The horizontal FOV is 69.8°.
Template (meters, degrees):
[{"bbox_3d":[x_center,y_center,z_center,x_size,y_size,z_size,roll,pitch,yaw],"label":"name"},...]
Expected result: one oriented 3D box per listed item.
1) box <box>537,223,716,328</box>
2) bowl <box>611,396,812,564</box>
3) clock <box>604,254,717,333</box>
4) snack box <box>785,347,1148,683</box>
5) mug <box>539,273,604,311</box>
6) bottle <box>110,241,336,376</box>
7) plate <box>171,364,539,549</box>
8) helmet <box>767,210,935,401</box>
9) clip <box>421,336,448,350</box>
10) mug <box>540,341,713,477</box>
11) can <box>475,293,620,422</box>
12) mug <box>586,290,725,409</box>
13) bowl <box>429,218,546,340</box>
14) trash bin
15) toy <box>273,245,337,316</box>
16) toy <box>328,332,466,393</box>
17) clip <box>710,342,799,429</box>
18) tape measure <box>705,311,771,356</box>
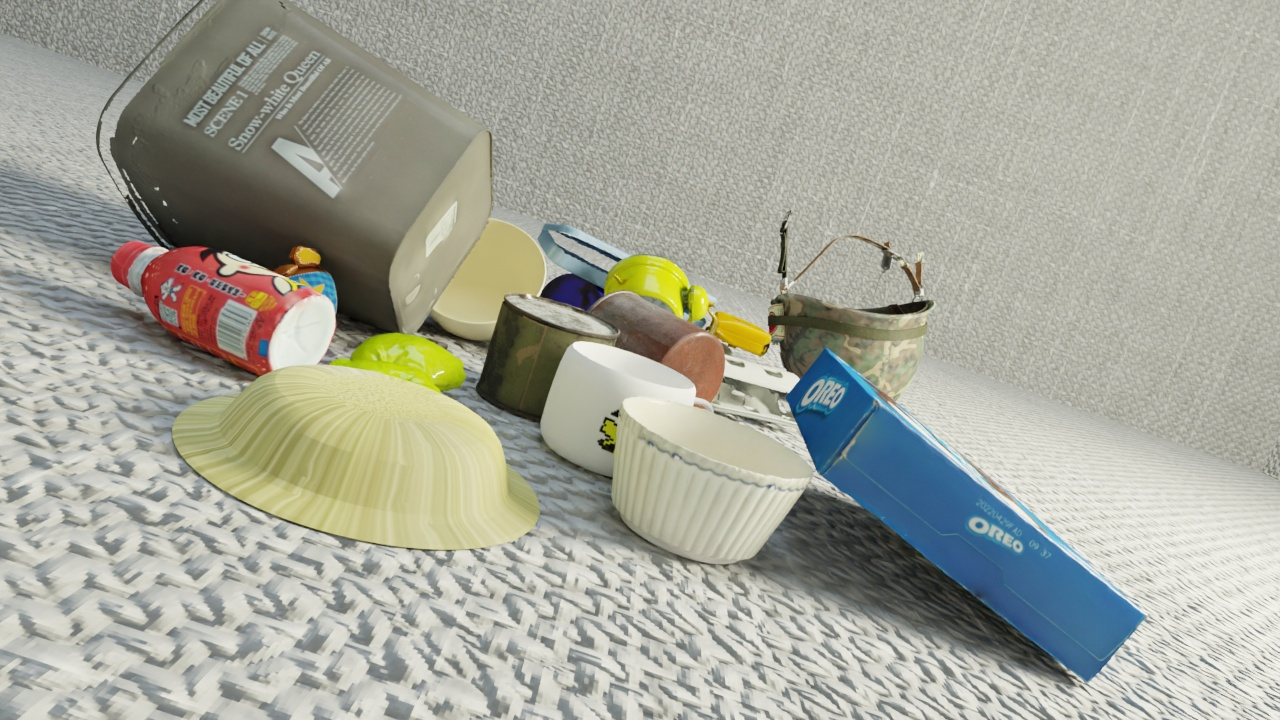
[{"bbox_3d":[-0.008,-0.094,0.943,0.209,0.052,0.067,25,17,-36],"label":"box"},{"bbox_3d":[0.034,0.071,0.525,0.115,0.062,0.115,19,10,-4],"label":"bowl"},{"bbox_3d":[0.017,-0.051,0.882,0.119,0.083,0.057,21,42,-14],"label":"clock"},{"bbox_3d":[0.196,0.085,0.613,0.195,0.056,0.238,38,9,-2],"label":"snack box"},{"bbox_3d":[-0.044,-0.037,0.954,0.111,0.079,0.083,47,19,17],"label":"mug"},{"bbox_3d":[-0.259,-0.037,0.558,0.137,0.062,0.062,23,11,14],"label":"bottle"},{"bbox_3d":[-0.134,0.036,0.470,0.184,0.036,0.184,19,10,-4],"label":"plate"},{"bbox_3d":[0.256,-0.055,1.136,0.192,0.236,0.224,2,18,-13],"label":"helmet"},{"bbox_3d":[-0.162,-0.008,0.694,0.049,0.026,0.061,22,9,23],"label":"clip"},{"bbox_3d":[-0.006,0.037,0.617,0.115,0.068,0.094,15,11,-21],"label":"mug"},{"bbox_3d":[-0.069,0.000,0.685,0.090,0.075,0.089,18,11,-4],"label":"can"},{"bbox_3d":[-0.005,0.005,0.787,0.122,0.096,0.110,-32,36,-29],"label":"mug"},{"bbox_3d":[-0.147,-0.062,0.844,0.118,0.117,0.074,20,-32,5],"label":"bowl"},{"bbox_3d":[-0.251,-0.146,0.732,0.220,0.197,0.198,27,-23,3],"label":"trash bin"},{"bbox_3d":[-0.267,-0.041,0.649,0.090,0.070,0.103,-6,2,-40],"label":"toy"},{"bbox_3d":[-0.155,0.007,0.595,0.094,0.036,0.093,10,17,-28],"label":"toy"},{"bbox_3d":[0.096,0.014,0.944,0.125,0.089,0.150,17,20,-28],"label":"clip"},{"bbox_3d":[0.102,-0.030,0.981,0.068,0.030,0.059,22,8,-4],"label":"tape measure"}]
